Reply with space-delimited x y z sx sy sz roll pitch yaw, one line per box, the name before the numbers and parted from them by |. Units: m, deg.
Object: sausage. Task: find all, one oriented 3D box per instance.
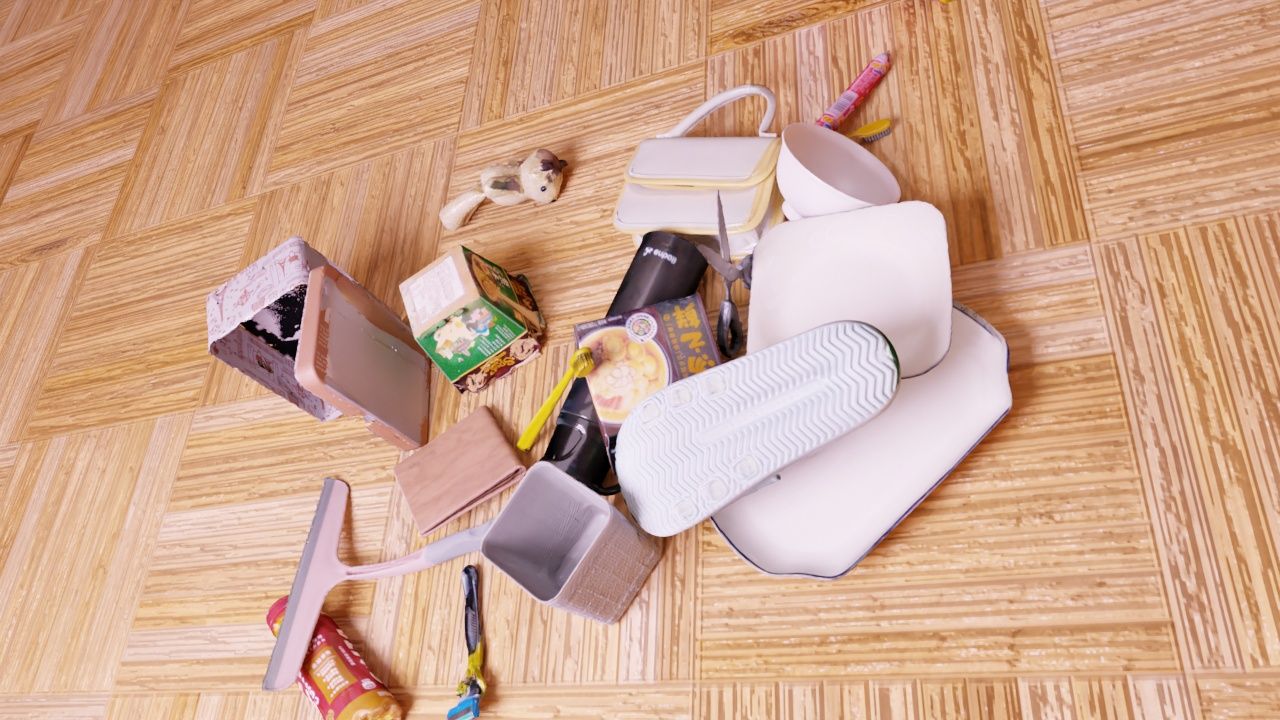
sausage | 0.197 -0.246 0.882 0.020 0.020 0.155 30 71 36

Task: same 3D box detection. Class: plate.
plate | 0.171 0.060 0.729 0.265 0.034 0.162 -46 52 -1
plate | 0.169 -0.047 0.744 0.164 0.034 0.164 -6 61 26

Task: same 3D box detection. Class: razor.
razor | -0.148 0.246 0.803 0.043 0.022 0.142 -37 44 33

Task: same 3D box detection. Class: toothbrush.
toothbrush | -0.077 0.041 0.804 0.015 0.191 0.016 -9 66 -29
toothbrush | 0.150 -0.194 0.894 0.192 0.018 0.016 -18 55 21

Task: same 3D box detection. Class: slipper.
slipper | 0.084 0.047 0.701 0.246 0.074 0.104 -30 77 22

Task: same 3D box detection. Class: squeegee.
squeegee | -0.204 0.180 0.856 0.250 0.040 0.247 -17 37 11

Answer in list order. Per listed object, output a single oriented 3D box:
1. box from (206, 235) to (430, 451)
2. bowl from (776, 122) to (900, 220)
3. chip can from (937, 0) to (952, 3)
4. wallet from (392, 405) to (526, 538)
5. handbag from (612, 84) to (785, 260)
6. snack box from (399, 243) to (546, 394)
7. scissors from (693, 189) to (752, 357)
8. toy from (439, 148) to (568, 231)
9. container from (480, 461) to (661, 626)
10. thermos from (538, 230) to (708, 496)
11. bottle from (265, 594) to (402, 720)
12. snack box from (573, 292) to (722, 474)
box | -0.312 0.007 0.925 0.157 0.183 0.192 -32 51 10
bowl | 0.165 -0.152 0.822 0.065 0.118 0.118 -61 42 38
chip can | 0.218 -0.407 0.939 0.211 0.071 0.071 18 73 34
wallet | -0.176 0.105 0.878 0.115 0.020 0.101 -34 44 -8
handbag | 0.065 -0.192 0.893 0.164 0.063 0.178 7 75 29
snack box | -0.175 -0.049 0.927 0.118 0.105 0.117 -32 53 7
scissors | 0.077 -0.072 0.779 0.014 0.176 0.159 15 28 23
toy | -0.155 -0.188 1.028 0.157 0.066 0.105 -19 14 22
container | -0.051 0.153 0.744 0.090 0.114 0.090 28 79 36
thermos | -0.005 0.005 0.840 0.090 0.068 0.242 21 76 10
bottle | -0.284 0.279 0.833 0.175 0.057 0.057 32 81 37
snack box | 0.014 0.019 0.780 0.113 0.053 0.125 -16 72 -6
